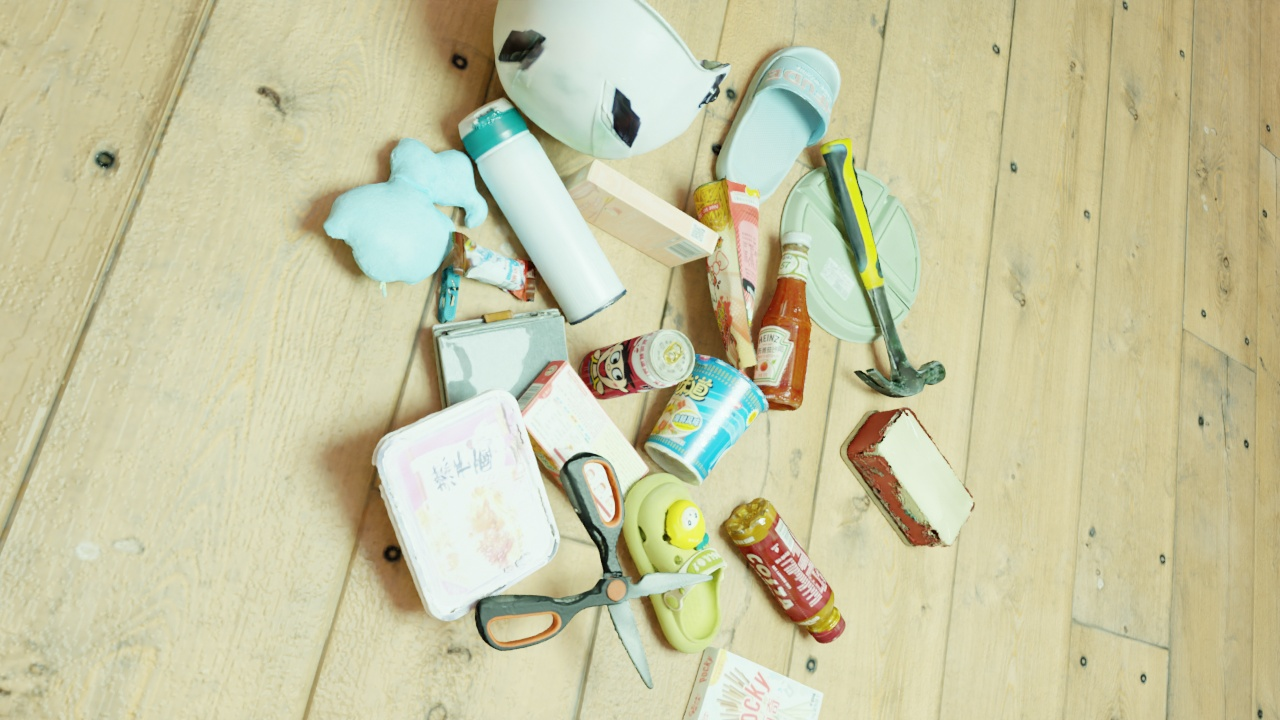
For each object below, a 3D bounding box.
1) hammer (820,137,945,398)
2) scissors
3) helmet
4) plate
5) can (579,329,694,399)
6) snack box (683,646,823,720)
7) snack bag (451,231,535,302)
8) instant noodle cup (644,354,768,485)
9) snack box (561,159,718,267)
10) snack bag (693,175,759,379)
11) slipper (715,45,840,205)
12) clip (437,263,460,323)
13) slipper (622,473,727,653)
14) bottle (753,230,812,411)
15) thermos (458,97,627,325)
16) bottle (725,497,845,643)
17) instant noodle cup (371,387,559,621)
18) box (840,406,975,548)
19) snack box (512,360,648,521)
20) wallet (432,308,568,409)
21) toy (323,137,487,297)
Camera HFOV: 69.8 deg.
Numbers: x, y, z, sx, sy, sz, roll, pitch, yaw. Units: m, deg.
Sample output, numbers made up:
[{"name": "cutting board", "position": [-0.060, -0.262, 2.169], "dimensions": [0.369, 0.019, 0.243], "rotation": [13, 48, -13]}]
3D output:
[{"name": "hammer", "position": [0.278, -0.110, 1.112], "dimensions": [0.125, 0.032, 0.323], "rotation": [-19, 93, -34]}, {"name": "scissors", "position": [-0.038, 0.192, 0.825], "dimensions": [0.230, 0.022, 0.221], "rotation": [-3, 88, -24]}, {"name": "helmet", "position": [-0.047, -0.275, 0.863], "dimensions": [0.229, 0.258, 0.146], "rotation": [32, 103, -8]}, {"name": "plate", "position": [0.270, -0.136, 1.147], "dimensions": [0.229, 0.028, 0.230], "rotation": [6, 78, -30]}, {"name": "can", "position": [-0.005, 0.005, 0.887], "dimensions": [0.053, 0.133, 0.053], "rotation": [6, 79, -32]}, {"name": "snack box", "position": [0.122, 0.369, 0.970], "dimensions": [0.156, 0.027, 0.084], "rotation": [30, 67, -25]}, {"name": "snack bag", "position": [-0.138, -0.088, 0.870], "dimensions": [0.104, 0.026, 0.048], "rotation": [24, 57, -53]}, {"name": "instant noodle cup", "position": [0.061, 0.066, 0.949], "dimensions": [0.099, 0.099, 0.109], "rotation": [43, 71, -19]}, {"name": "snack box", "position": [-0.005, -0.147, 0.941], "dimensions": [0.157, 0.085, 0.026], "rotation": [27, 72, -26]}, {"name": "snack bag", "position": [0.102, -0.084, 0.988], "dimensions": [0.073, 0.128, 0.207], "rotation": [-5, 80, 2]}, {"name": "slipper", "position": [0.169, -0.284, 1.081], "dimensions": [0.104, 0.074, 0.244], "rotation": [40, 65, -19]}, {"name": "clip", "position": [-0.179, -0.062, 0.857], "dimensions": [0.014, 0.046, 0.057], "rotation": [10, 80, -33]}, {"name": "slipper", "position": [0.050, 0.202, 0.916], "dimensions": [0.091, 0.082, 0.190], "rotation": [-25, 102, -45]}, {"name": "bottle", "position": [0.167, -0.047, 1.044], "dimensions": [0.059, 0.060, 0.206], "rotation": [16, 76, -29]}, {"name": "thermos", "position": [-0.098, -0.146, 0.894], "dimensions": [0.073, 0.073, 0.224], "rotation": [-37, 103, -31]}, {"name": "bottle", "position": [0.162, 0.232, 0.999], "dimensions": [0.057, 0.058, 0.175], "rotation": [-43, 105, -30]}, {"name": "instant noodle cup", "position": [-0.158, 0.121, 0.801], "dimensions": [0.137, 0.060, 0.173], "rotation": [-26, 108, -32]}, {"name": "box", "position": [0.329, 0.143, 1.107], "dimensions": [0.168, 0.078, 0.091], "rotation": [52, 59, -14]}, {"name": "snack box", "position": [-0.057, 0.081, 0.884], "dimensions": [0.076, 0.027, 0.156], "rotation": [-52, 123, -27]}, {"name": "wallet", "position": [-0.129, 0.006, 0.868], "dimensions": [0.129, 0.037, 0.106], "rotation": [-11, 99, -32]}, {"name": "toy", "position": [-0.209, -0.131, 0.833], "dimensions": [0.161, 0.050, 0.156], "rotation": [10, 71, -40]}]
